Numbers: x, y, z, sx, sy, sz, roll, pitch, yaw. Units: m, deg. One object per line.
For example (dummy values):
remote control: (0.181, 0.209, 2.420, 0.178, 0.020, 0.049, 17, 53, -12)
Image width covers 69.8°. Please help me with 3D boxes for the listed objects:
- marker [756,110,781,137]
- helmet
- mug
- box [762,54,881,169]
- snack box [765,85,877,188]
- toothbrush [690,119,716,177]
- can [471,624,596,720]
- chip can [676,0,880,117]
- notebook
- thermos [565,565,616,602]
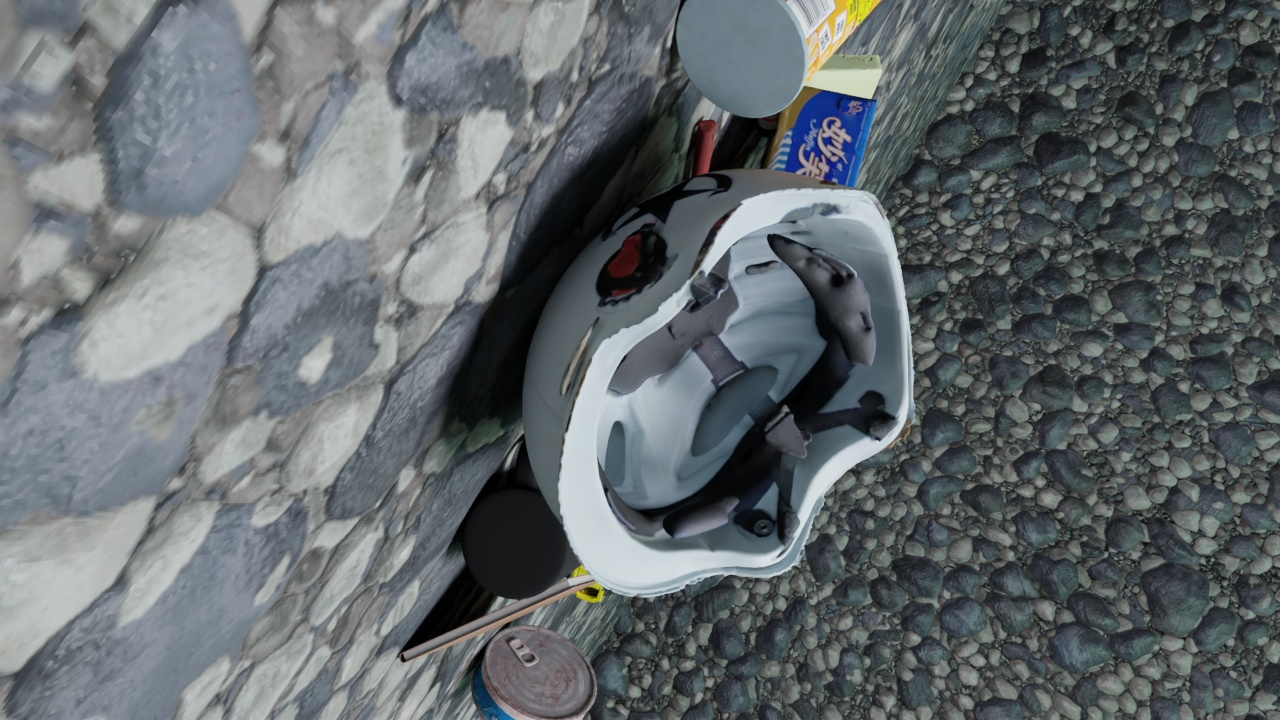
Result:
marker: (0.101, -0.212, 0.692, 0.019, 0.019, 0.146, -56, 169, -10)
helmet: (0.030, 0.003, 0.559, 0.263, 0.164, 0.237, -42, 130, -15)
mug: (-0.077, 0.110, 0.674, 0.088, 0.078, 0.113, 6, 89, -78)
box: (0.153, -0.213, 0.839, 0.077, 0.090, 0.188, -21, 158, -15)
snack box: (0.122, -0.094, 0.734, 0.155, 0.069, 0.202, 21, 83, -83)
toothbrush: (0.036, -0.112, 0.692, 0.016, 0.016, 0.190, -55, 168, -26)
can: (-0.115, 0.352, 0.999, 0.044, 0.130, 0.129, -63, 168, 24)
chip can: (0.107, -0.226, 0.527, 0.214, 0.075, 0.075, -51, 167, -33)
notebook: (-0.106, 0.215, 0.788, 0.141, 0.008, 0.209, -24, 168, 1)
thermos: (-0.034, 0.214, 1.090, 0.098, 0.098, 0.220, -59, 174, 4)
